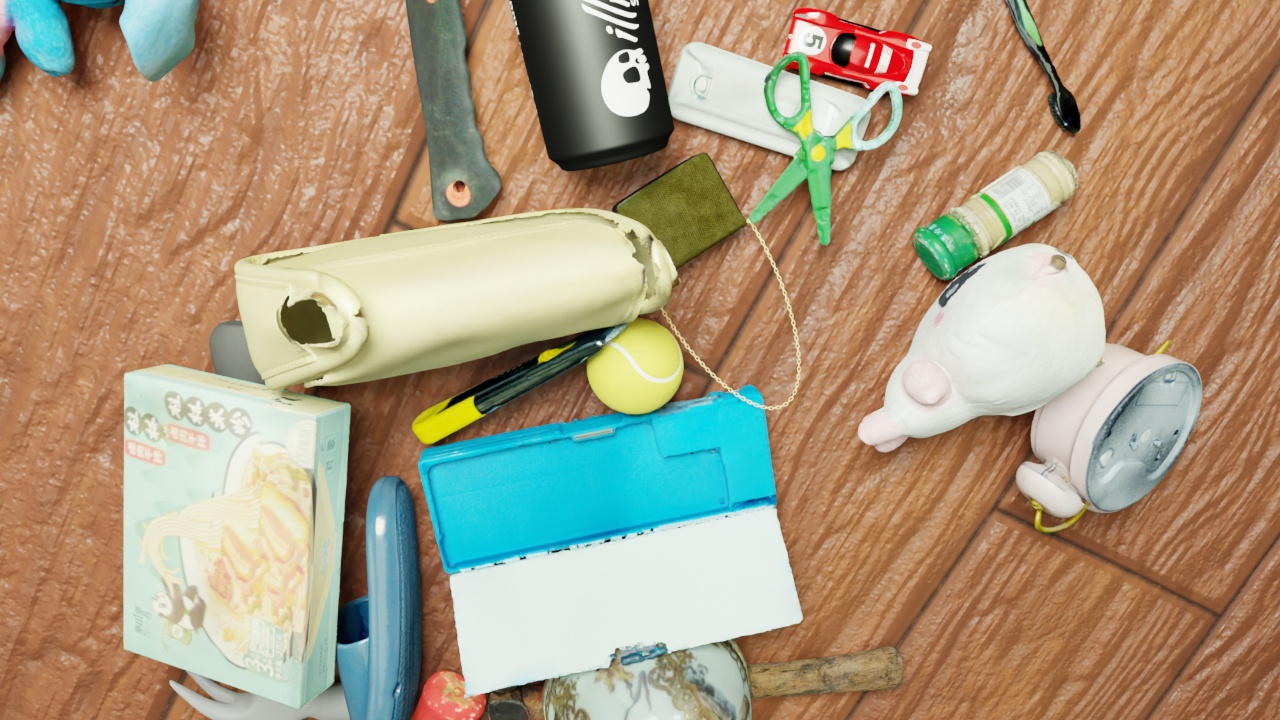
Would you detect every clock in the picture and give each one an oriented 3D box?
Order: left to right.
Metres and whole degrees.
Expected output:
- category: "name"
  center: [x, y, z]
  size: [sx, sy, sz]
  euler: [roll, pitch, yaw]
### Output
- category: "clock"
  center: [0.333, 0.060, 0.663]
  size: [0.116, 0.059, 0.158]
  euler: [0, 114, -32]

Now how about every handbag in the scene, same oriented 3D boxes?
- category: "handbag"
  center: [-0.110, -0.034, 0.544]
  size: [0.232, 0.191, 0.088]
  euler: [-13, 103, -22]
- category: "handbag"
  center: [0.055, -0.045, 0.622]
  size: [0.084, 0.027, 0.178]
  euler: [-32, 102, -4]

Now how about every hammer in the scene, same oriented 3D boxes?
- category: "hammer"
  center: [-0.272, 0.124, 0.645]
  size: [0.125, 0.029, 0.311]
  euler: [0, 107, -7]
- category: "hammer"
  center: [-0.129, -0.247, 0.537]
  size: [0.133, 0.033, 0.333]
  euler: [-4, 111, 6]
- category: "hammer"
  center: [0.046, 0.267, 0.728]
  size: [0.330, 0.033, 0.120]
  euler: [-4, 112, -6]

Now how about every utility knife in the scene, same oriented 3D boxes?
- category: "utility knife"
  center: [-0.080, 0.012, 0.609]
  size: [0.175, 0.028, 0.020]
  euler: [-26, 114, 19]

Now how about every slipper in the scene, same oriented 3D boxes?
- category: "slipper"
  center: [-0.185, 0.185, 0.637]
  size: [0.059, 0.103, 0.214]
  euler: [2, 103, -7]

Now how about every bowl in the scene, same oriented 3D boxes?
- category: "bowl"
  center: [0.011, 0.268, 0.655]
  size: [0.160, 0.094, 0.160]
  euler: [-3, 110, -8]

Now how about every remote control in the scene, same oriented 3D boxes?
- category: "remote control"
  center: [0.085, -0.165, 0.599]
  size: [0.133, 0.022, 0.050]
  euler: [15, 105, -11]

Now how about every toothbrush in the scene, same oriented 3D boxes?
- category: "toothbrush"
  center: [0.248, -0.233, 0.605]
  size: [0.014, 0.017, 0.188]
  euler: [-32, 105, 0]

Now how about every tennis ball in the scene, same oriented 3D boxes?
- category: "tennis ball"
  center: [-0.004, 0.004, 0.618]
  size: [0.065, 0.065, 0.065]
  euler: [-2, 107, -6]

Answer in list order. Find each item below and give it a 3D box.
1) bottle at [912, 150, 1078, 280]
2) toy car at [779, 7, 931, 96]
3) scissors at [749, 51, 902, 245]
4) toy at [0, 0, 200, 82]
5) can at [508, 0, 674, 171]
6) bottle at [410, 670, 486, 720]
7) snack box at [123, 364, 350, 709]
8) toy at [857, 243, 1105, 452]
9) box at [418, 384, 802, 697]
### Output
- category: "bottle"
  center: [0.243, -0.101, 0.629]
  size: [0.110, 0.042, 0.042]
  euler: [-34, 108, 3]
- category: "toy car"
  center: [0.138, -0.199, 0.593]
  size: [0.089, 0.025, 0.038]
  euler: [12, 105, -10]
- category: "scissors"
  center: [0.121, -0.137, 0.594]
  size: [0.123, 0.011, 0.127]
  euler: [-12, 109, -2]
- category: "toy"
  center: [-0.343, -0.248, 0.493]
  size: [0.191, 0.098, 0.224]
  euler: [-19, 101, 11]
- category: "can"
  center: [-0.032, -0.193, 0.546]
  size: [0.080, 0.080, 0.146]
  euler: [-14, 108, -2]
- category: "bottle"
  center: [-0.158, 0.298, 0.687]
  size: [0.048, 0.071, 0.134]
  euler: [22, 105, -2]
- category: "snack box"
  center: [-0.260, 0.110, 0.587]
  size: [0.141, 0.044, 0.194]
  euler: [11, 103, 16]
- category: "toy"
  center: [0.224, 0.001, 0.618]
  size: [0.180, 0.138, 0.101]
  euler: [-40, 72, 18]
- category: "box"
  center: [-0.020, 0.123, 0.654]
  size: [0.243, 0.060, 0.175]
  euler: [-11, 87, -4]
